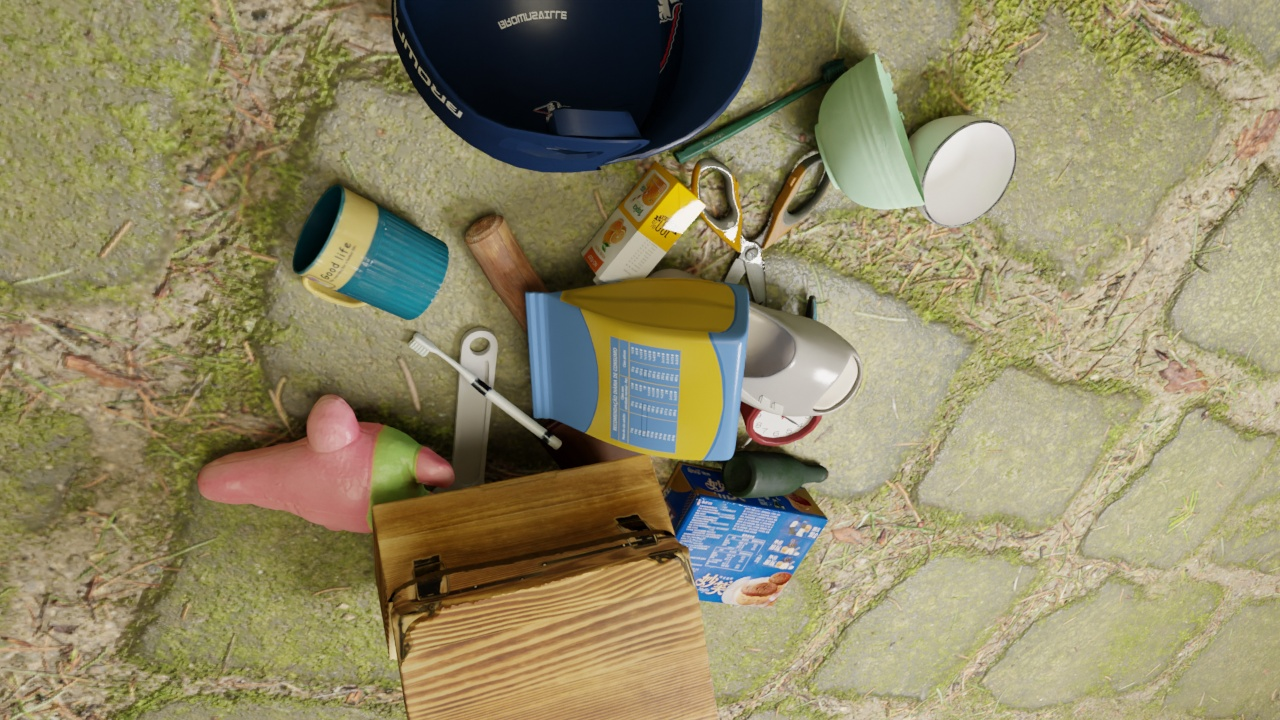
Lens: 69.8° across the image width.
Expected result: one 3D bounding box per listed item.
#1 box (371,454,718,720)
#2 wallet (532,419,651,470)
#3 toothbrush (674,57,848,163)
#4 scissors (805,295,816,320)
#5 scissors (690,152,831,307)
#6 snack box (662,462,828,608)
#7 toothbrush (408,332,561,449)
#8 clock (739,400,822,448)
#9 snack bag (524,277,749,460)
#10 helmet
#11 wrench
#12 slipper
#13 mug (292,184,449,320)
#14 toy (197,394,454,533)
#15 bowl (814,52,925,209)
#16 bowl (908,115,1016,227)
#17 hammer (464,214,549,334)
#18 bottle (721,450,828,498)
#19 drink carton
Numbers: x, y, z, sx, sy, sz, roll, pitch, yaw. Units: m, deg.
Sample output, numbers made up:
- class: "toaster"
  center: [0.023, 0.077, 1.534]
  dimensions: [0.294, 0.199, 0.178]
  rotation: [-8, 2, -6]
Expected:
- class: "box"
  center: [-0.091, 0.282, 0.872]
  dimensions: [0.278, 0.323, 0.285]
  rotation: [-8, 151, -19]
- class: "wallet"
  center: [-0.048, 0.090, 0.978]
  dimensions: [0.091, 0.018, 0.115]
  rotation: [-33, 126, 0]
- class: "toothbrush"
  center: [0.116, -0.241, 0.882]
  dimensions: [0.189, 0.016, 0.017]
  rotation: [-29, 130, -4]
- class: "scissors"
  center: [0.178, -0.014, 1.054]
  dimensions: [0.154, 0.019, 0.125]
  rotation: [25, 110, -36]
- class: "scissors"
  center: [0.127, -0.134, 0.955]
  dimensions: [0.216, 0.016, 0.225]
  rotation: [-29, 132, -5]
- class: "snack box"
  center: [0.108, 0.223, 1.145]
  dimensions: [0.202, 0.069, 0.155]
  rotation: [14, 114, -30]
- class: "toothbrush"
  center: [-0.153, 0.034, 0.914]
  dimensions: [0.187, 0.012, 0.017]
  rotation: [40, 116, -19]
- class: "clock"
  center: [0.162, 0.044, 1.050]
  dimensions: [0.096, 0.048, 0.138]
  rotation: [1, 134, -14]
- class: "snack bag"
  center: [-0.005, 0.005, 0.877]
  dimensions: [0.205, 0.102, 0.159]
  rotation: [4, 128, 4]
- class: "helmet"
  center: [-0.044, -0.257, 0.672]
  dimensions: [0.272, 0.223, 0.232]
  rotation: [-12, 101, -5]
- class: "wrench"
  center: [-0.190, 0.089, 0.964]
  dimensions: [0.086, 0.018, 0.274]
  rotation: [-2, 120, -21]
- class: "slipper"
  center: [0.117, -0.010, 0.947]
  dimensions: [0.265, 0.080, 0.113]
  rotation: [26, 99, -13]
- class: "mug"
  center: [-0.241, -0.084, 0.798]
  dimensions: [0.107, 0.083, 0.114]
  rotation: [25, 137, -37]
- class: "toy"
  center: [-0.300, 0.114, 0.888]
  dimensions: [0.236, 0.096, 0.192]
  rotation: [3, 133, -14]
- class: "bowl"
  center: [0.215, -0.209, 0.880]
  dimensions: [0.077, 0.150, 0.151]
  rotation: [-17, 132, 22]
- class: "bowl"
  center: [0.327, -0.205, 0.965]
  dimensions: [0.116, 0.065, 0.116]
  rotation: [-11, 124, -17]
- class: "hammer"
  center: [-0.078, -0.027, 0.923]
  dimensions: [0.158, 0.037, 0.301]
  rotation: [-33, 128, 0]
- class: "bottle"
  center: [0.174, 0.139, 1.123]
  dimensions: [0.173, 0.055, 0.055]
  rotation: [6, 119, -44]
- class: "drink carton"
  center: [-0.001, -0.123, 0.881]
  dimensions: [0.040, 0.058, 0.123]
  rotation: [32, 104, -36]
